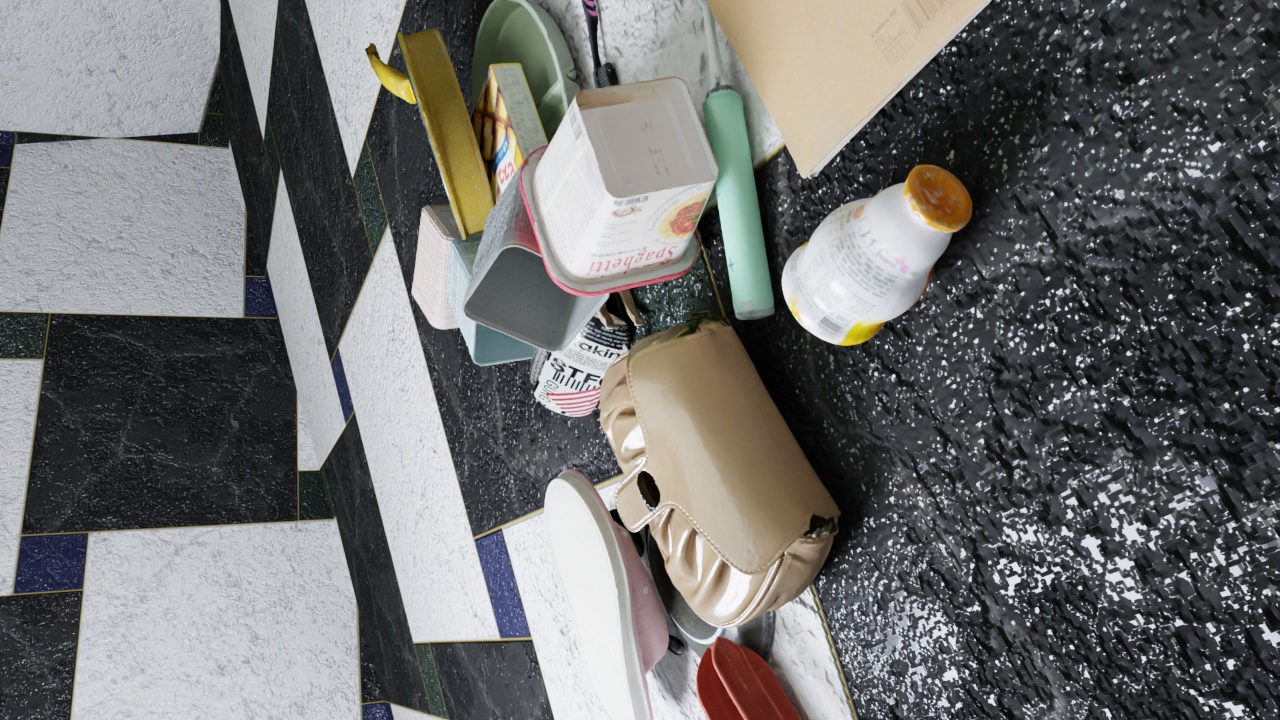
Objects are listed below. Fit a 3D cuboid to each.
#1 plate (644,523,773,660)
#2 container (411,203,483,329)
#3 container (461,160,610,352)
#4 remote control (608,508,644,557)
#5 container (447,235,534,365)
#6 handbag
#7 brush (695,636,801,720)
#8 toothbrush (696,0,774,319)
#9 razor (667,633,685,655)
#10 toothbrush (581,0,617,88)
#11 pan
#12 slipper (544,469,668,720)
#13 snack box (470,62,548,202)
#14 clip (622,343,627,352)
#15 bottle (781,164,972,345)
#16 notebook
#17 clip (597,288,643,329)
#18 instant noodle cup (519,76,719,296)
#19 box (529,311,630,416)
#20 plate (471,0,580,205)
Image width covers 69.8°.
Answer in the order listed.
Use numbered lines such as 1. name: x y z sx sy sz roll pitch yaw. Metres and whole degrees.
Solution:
1. plate: 0.044 0.171 0.741 0.179 0.024 0.180 33 129 54
2. container: -0.194 -0.108 1.006 0.090 0.090 0.111 49 138 43
3. container: -0.078 -0.086 0.722 0.090 0.090 0.114 -46 31 40
4. remote control: -0.018 0.163 0.844 0.053 0.024 0.137 63 160 10
5. container: -0.142 -0.067 0.922 0.111 0.089 0.090 54 144 42
6. handbag: 0.042 0.073 0.622 0.204 0.099 0.148 62 146 21
7. brush: 0.087 0.265 0.650 0.145 0.063 0.069 59 163 30
8. toothbrush: 0.056 -0.137 0.588 0.027 0.026 0.224 -139 39 -83
9. razor: -0.006 0.232 0.851 0.143 0.022 0.042 32 165 48
10. toothbrush: -0.042 -0.295 0.724 0.018 0.014 0.189 -12 90 53
11. pan: -0.225 -0.258 0.933 0.357 0.078 0.198 -117 13 -47
12. slipper: -0.023 0.212 0.799 0.114 0.054 0.275 20 128 50
13. snack box: -0.111 -0.181 0.818 0.087 0.033 0.140 -44 64 59
14. clip: -0.003 0.004 0.771 0.057 0.028 0.024 98 150 -49
15. bottle: 0.119 -0.053 0.465 0.063 0.063 0.109 68 152 17
16. notebook: 0.081 -0.226 0.491 0.211 0.012 0.150 63 149 10
17. clip: -0.019 -0.078 0.748 0.098 0.035 0.099 130 130 -62
18. instant noodle cup: -0.011 -0.117 0.611 0.124 0.116 0.116 129 124 -68
19. box: -0.056 -0.018 0.839 0.162 0.075 0.085 117 166 -55
20. plate: -0.106 -0.220 0.858 0.230 0.027 0.230 32 128 53
